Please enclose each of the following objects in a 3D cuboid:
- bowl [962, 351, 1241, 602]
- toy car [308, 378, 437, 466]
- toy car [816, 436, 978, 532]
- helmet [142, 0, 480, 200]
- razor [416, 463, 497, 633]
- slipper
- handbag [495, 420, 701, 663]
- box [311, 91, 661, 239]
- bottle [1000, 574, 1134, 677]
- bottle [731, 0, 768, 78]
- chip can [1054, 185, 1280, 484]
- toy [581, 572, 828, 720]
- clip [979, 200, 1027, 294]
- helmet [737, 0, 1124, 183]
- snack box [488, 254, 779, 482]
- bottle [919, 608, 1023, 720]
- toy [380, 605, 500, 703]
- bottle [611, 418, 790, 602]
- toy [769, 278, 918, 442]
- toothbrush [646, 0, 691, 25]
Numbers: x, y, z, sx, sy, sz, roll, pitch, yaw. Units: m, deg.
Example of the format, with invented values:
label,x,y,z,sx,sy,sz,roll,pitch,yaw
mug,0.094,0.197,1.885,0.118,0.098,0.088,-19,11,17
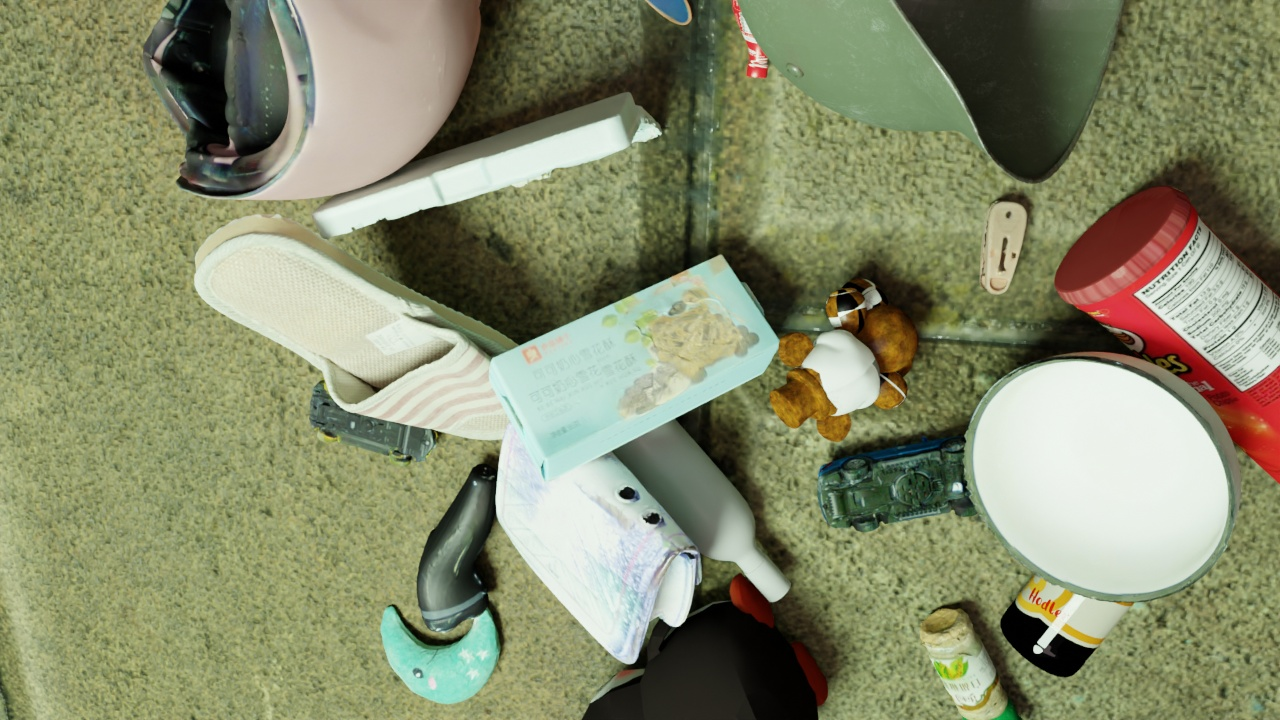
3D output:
label,x,y,z,sx,sy,sz,roll,pitch,yaw
bowl,0.287,0.063,0.562,0.153,0.072,0.153,21,119,43
toy car,-0.205,0.046,0.705,0.107,0.030,0.049,19,109,6
toy car,0.183,0.082,0.640,0.120,0.043,0.056,-12,106,11
helmet,-0.183,-0.217,0.528,0.231,0.152,0.255,-48,59,40
razor,-0.135,0.147,0.716,0.063,0.053,0.141,20,110,-9
slipper,-0.158,-0.003,0.594,0.115,0.052,0.263,-28,138,26
handbag,-0.028,0.111,0.630,0.158,0.069,0.127,42,141,30
box,-0.091,-0.122,0.571,0.197,0.135,0.044,-13,103,14
bottle,0.320,0.130,0.623,0.059,0.059,0.182,27,111,0
bottle,0.078,-0.244,0.550,0.042,0.041,0.142,7,109,8
chip can,0.362,-0.004,0.557,0.213,0.087,0.087,40,110,-6
toy,0.031,0.273,0.679,0.184,0.140,0.159,-35,99,19
clip,0.230,-0.071,0.587,0.026,0.049,0.061,11,137,7
helmet,0.131,-0.220,0.466,0.154,0.267,0.226,15,78,39
snack box,-0.003,0.003,0.588,0.174,0.053,0.075,-25,70,-16
bottle,0.247,0.238,0.682,0.043,0.043,0.111,-26,102,17
toy,-0.167,0.245,0.766,0.105,0.033,0.085,-4,97,13
bottle,0.039,0.098,0.666,0.053,0.052,0.195,-39,98,19
toy,0.131,0.002,0.588,0.112,0.067,0.087,-33,102,-17
toothbrush,-0.016,-0.263,0.574,0.022,0.017,0.135,-42,97,21
